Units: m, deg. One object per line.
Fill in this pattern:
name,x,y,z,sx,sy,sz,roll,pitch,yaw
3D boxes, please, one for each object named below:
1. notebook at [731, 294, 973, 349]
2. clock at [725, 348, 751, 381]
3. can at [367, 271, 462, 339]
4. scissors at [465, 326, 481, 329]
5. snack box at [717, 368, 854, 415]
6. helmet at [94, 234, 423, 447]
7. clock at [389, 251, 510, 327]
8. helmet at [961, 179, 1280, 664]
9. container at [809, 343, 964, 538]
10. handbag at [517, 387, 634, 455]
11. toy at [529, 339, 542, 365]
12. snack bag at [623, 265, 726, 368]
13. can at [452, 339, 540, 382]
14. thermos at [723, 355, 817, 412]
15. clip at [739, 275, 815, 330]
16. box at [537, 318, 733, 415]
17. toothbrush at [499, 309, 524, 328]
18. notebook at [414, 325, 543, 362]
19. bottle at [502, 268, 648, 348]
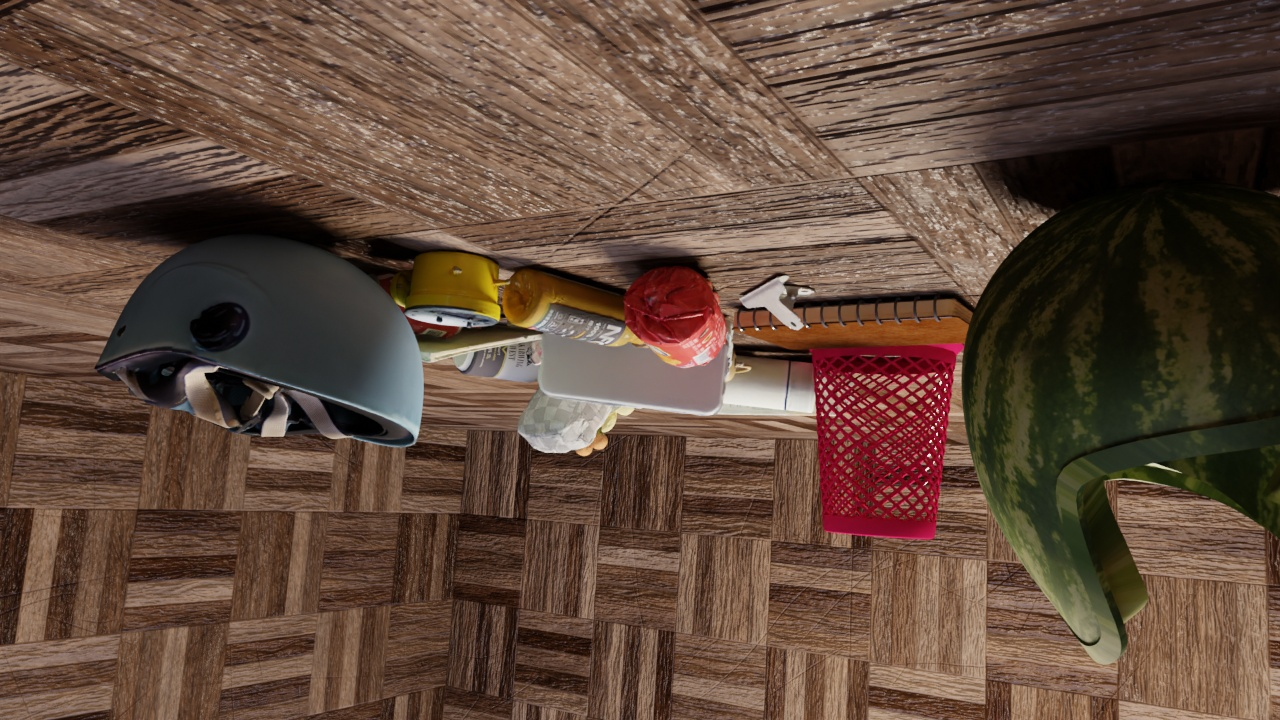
notebook,0.225,-0.035,0.934,0.226,0.024,0.167,-2,172,33
clock,0.056,0.009,1.119,0.158,0.081,0.117,5,172,-12
can,-0.222,-0.054,0.893,0.096,0.054,0.054,11,169,-43
scissors,-0.230,-0.051,1.021,0.125,0.011,0.129,13,-179,10
snack box,0.189,0.042,1.300,0.208,0.057,0.104,0,-174,26
helmet,-0.297,-0.015,0.765,0.266,0.166,0.225,12,166,15
clock,-0.173,-0.059,0.816,0.083,0.057,0.119,10,170,-42
helmet,0.295,0.018,0.517,0.213,0.247,0.242,-14,-148,4
container,0.286,0.093,1.091,0.183,0.225,0.183,4,172,0
handbag,-0.077,0.059,1.199,0.113,0.171,0.123,-2,132,37
toy,-0.077,-0.007,1.101,0.125,0.075,0.037,11,150,-41
snack bag,0.037,-0.039,0.824,0.082,0.082,0.176,2,173,10
can,-0.167,-0.008,1.156,0.127,0.064,0.064,9,171,-34
thermos,0.116,0.024,1.205,0.230,0.068,0.068,7,173,10
clip,0.129,-0.053,0.838,0.054,0.038,0.102,18,171,-10
box,-0.008,0.008,0.989,0.216,0.109,0.108,1,136,7
toothbrush,-0.204,-0.057,0.992,0.181,0.018,0.016,10,171,-33
notebook,-0.232,-0.026,0.986,0.182,0.010,0.252,7,-171,20
bottle,-0.046,-0.044,0.883,0.053,0.053,0.186,-3,169,41
